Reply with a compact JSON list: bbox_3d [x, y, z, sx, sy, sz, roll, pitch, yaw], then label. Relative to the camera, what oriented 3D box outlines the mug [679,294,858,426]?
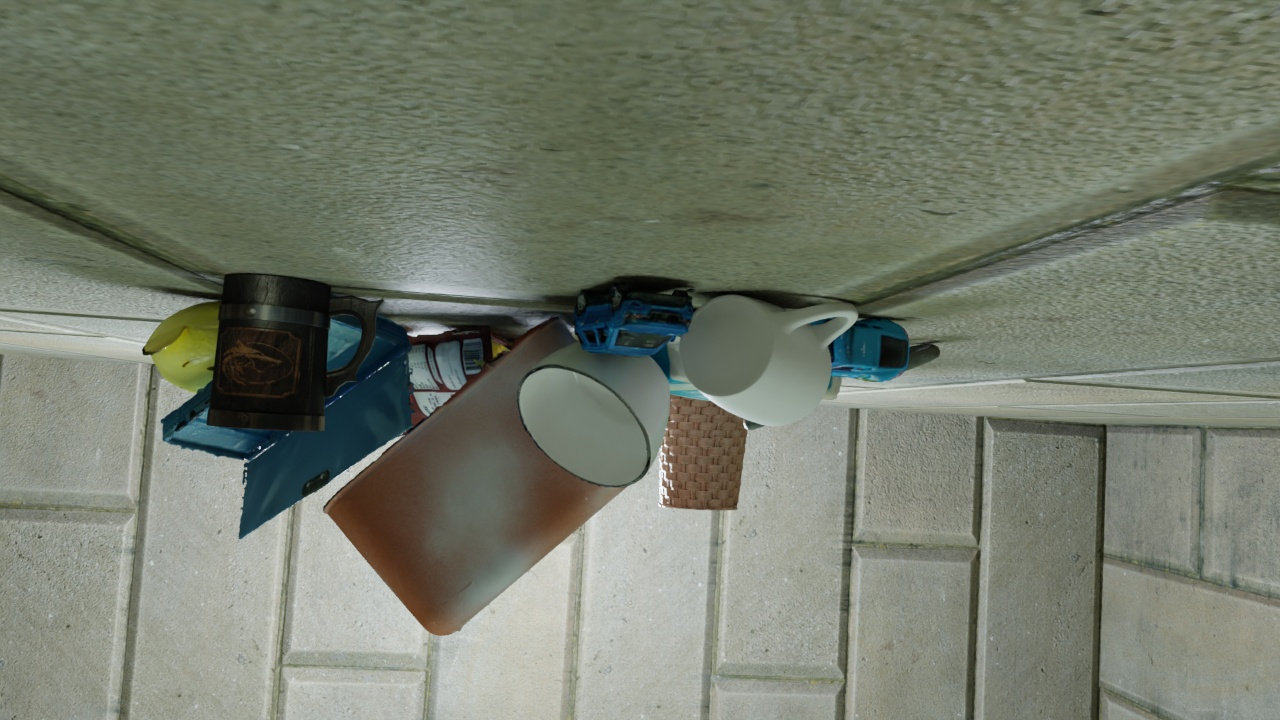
[{"bbox_3d":[0.089,-0.009,0.613,0.114,0.081,0.087,-32,155,22],"label":"mug"}]

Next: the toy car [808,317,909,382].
[{"bbox_3d":[0.146,-0.009,0.673,0.105,0.048,0.032,4,177,-3],"label":"toy car"}]

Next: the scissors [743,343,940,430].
[{"bbox_3d":[0.179,0.022,0.888,0.228,0.016,0.226,-23,-178,-27],"label":"scissors"}]

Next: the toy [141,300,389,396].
[{"bbox_3d":[-0.343,-0.008,0.856,0.213,0.084,0.149,6,154,-28],"label":"toy"}]

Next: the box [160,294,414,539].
[{"bbox_3d":[-0.300,0.054,0.774,0.232,0.112,0.094,-31,145,23],"label":"box"}]

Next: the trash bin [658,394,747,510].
[{"bbox_3d":[0.092,0.115,1.366,0.151,0.210,0.151,3,176,0],"label":"trash bin"}]

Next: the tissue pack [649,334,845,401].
[{"bbox_3d":[0.066,-0.001,0.769,0.209,0.066,0.117,9,173,-38],"label":"tissue pack"}]

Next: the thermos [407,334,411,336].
[{"bbox_3d":[-0.328,0.007,1.144,0.073,0.073,0.240,5,176,-28],"label":"thermos"}]

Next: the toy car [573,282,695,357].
[{"bbox_3d":[-0.006,-0.025,0.604,0.056,0.043,0.120,5,175,-22],"label":"toy car"}]

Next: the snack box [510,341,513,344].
[{"bbox_3d":[-0.133,-0.003,1.165,0.132,0.027,0.167,-1,174,35],"label":"snack box"}]

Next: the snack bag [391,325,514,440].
[{"bbox_3d":[-0.226,0.025,0.984,0.208,0.139,0.066,-9,-147,22],"label":"snack bag"}]

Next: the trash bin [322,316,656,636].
[{"bbox_3d":[-0.121,0.107,0.828,0.259,0.157,0.181,-39,175,-2],"label":"trash bin"}]

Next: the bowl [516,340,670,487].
[{"bbox_3d":[-0.028,0.032,0.694,0.116,0.116,0.065,1,-144,34],"label":"bowl"}]

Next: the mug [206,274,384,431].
[{"bbox_3d":[-0.252,-0.003,0.676,0.115,0.107,0.080,4,176,-11],"label":"mug"}]
